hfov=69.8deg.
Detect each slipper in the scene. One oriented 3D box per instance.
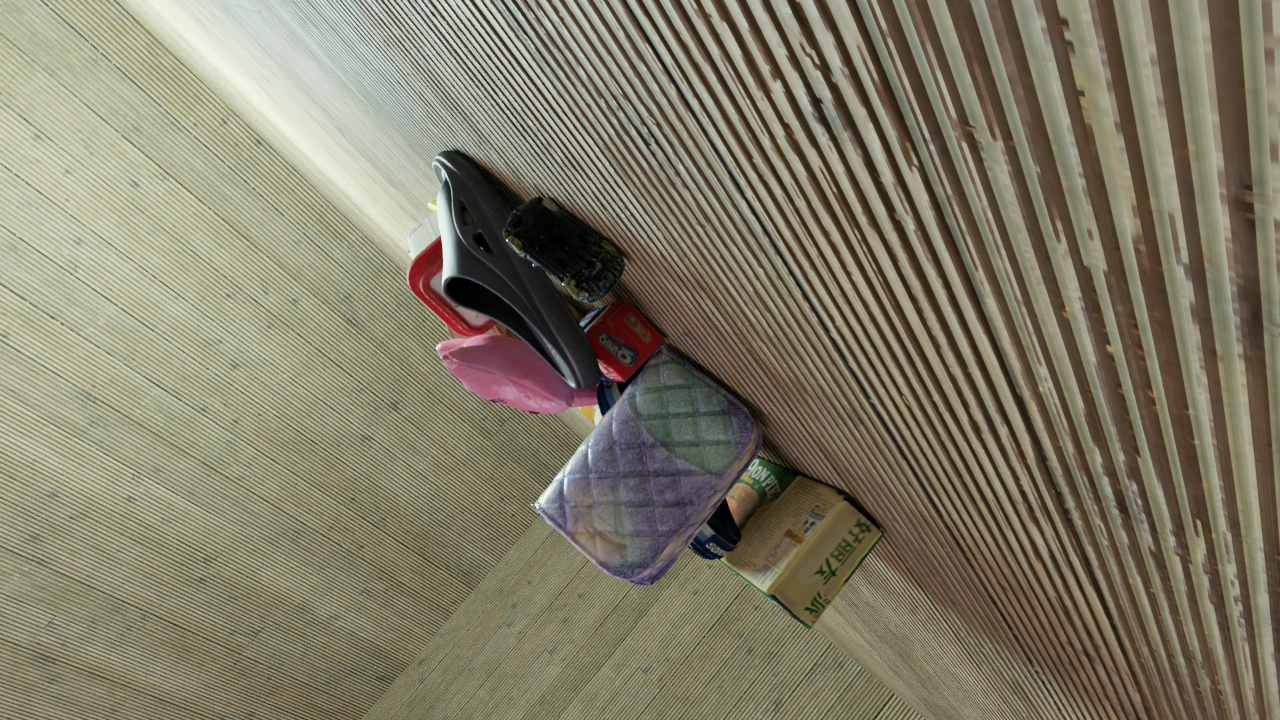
[{"bbox_3d":[0.037,0.082,0.927,0.105,0.095,0.252,42,-165,-48],"label":"slipper"},{"bbox_3d":[-0.132,-0.074,0.812,0.268,0.083,0.111,55,168,18],"label":"slipper"}]

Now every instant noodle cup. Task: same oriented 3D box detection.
[{"bbox_3d":[-0.185,-0.108,0.972,0.116,0.116,0.124,48,-178,-39],"label":"instant noodle cup"}]

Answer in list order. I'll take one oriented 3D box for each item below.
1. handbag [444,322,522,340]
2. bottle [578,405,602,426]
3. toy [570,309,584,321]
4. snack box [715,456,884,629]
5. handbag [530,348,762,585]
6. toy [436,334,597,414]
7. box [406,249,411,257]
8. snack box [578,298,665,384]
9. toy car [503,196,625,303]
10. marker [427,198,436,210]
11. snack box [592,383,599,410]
[{"bbox_3d":[-0.156,-0.043,1.139,0.204,0.100,0.147,50,-155,-53],"label":"handbag"},{"bbox_3d":[-0.038,0.076,1.354,0.189,0.068,0.068,34,169,40],"label":"bottle"},{"bbox_3d":[-0.089,-0.030,1.049,0.157,0.066,0.105,36,157,-20],"label":"toy"},{"bbox_3d":[0.130,0.169,0.918,0.063,0.114,0.240,42,171,-15],"label":"snack box"},{"bbox_3d":[0.009,0.098,0.828,0.134,0.193,0.075,38,174,24],"label":"handbag"},{"bbox_3d":[-0.130,0.017,0.978,0.194,0.074,0.179,17,-176,-40],"label":"toy"},{"bbox_3d":[-0.267,-0.139,1.247,0.091,0.079,0.168,43,171,-17],"label":"box"},{"bbox_3d":[-0.034,-0.016,0.906,0.058,0.057,0.208,45,172,-8],"label":"snack box"},{"bbox_3d":[-0.059,-0.084,0.699,0.105,0.049,0.031,39,170,24],"label":"toy car"},{"bbox_3d":[-0.216,-0.171,1.085,0.124,0.015,0.018,29,166,43],"label":"marker"},{"bbox_3d":[-0.069,0.021,1.254,0.127,0.044,0.113,43,166,-22],"label":"snack box"}]
